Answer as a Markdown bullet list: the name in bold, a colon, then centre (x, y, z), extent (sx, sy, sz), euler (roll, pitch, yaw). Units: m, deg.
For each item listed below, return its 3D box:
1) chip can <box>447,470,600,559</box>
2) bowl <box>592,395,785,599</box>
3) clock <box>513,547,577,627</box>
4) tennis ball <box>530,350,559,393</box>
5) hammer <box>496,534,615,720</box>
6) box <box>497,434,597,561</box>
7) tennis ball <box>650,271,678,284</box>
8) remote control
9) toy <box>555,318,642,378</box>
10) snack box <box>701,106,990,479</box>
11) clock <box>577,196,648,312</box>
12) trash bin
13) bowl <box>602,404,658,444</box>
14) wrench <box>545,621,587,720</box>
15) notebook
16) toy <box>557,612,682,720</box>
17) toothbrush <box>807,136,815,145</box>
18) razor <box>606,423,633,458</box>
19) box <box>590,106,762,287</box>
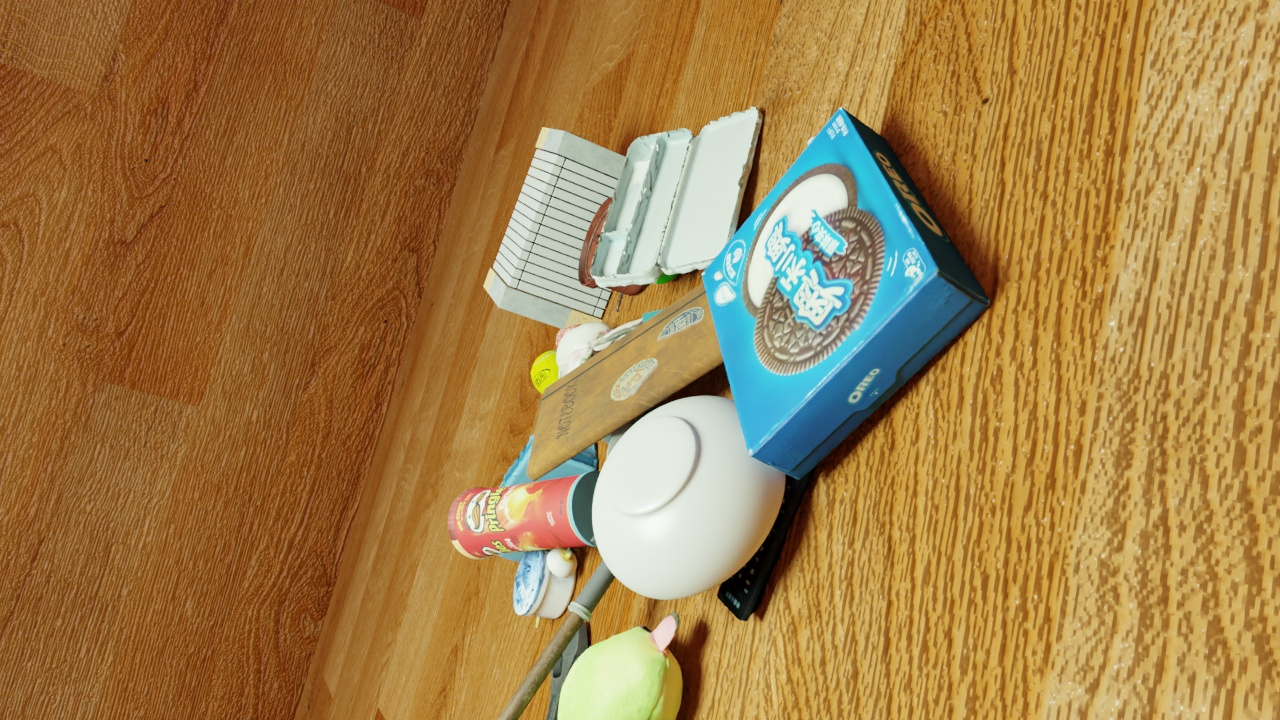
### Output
- **chip can**: centre (-0.123, 0.178, 1.048), extent (0.214, 0.087, 0.087), euler (-15, 57, 41)
- **bowl**: centre (0.024, 0.097, 0.734), extent (0.177, 0.066, 0.176), euler (-26, 43, 26)
- **clock**: centre (-0.109, 0.250, 1.091), extent (0.125, 0.052, 0.089), euler (-66, 22, 14)
- **tennis ball**: centre (-0.119, 0.019, 1.277), extent (0.066, 0.065, 0.065), euler (-49, 31, 43)
- **hammer**: centre (-0.076, 0.257, 0.821), extent (0.321, 0.043, 0.156), euler (-53, 3, -26)
- **box**: centre (-0.144, 0.154, 1.204), extent (0.232, 0.094, 0.111), euler (-54, 24, 38)
- **tennis ball**: centre (0.019, -0.121, 1.061), extent (0.066, 0.065, 0.065), euler (-49, 31, 43)
- **remote control**: centre (0.104, 0.130, 0.726), extent (0.150, 0.022, 0.047), euler (-68, 22, 4)
- **toy**: centre (-0.062, -0.006, 1.128), extent (0.159, 0.084, 0.194), euler (-39, 9, -10)
- **snack box**: centre (0.141, -0.058, 0.717), extent (0.196, 0.056, 0.238), euler (-50, 30, 30)
- **clock**: centre (-0.016, -0.151, 1.160), extent (0.158, 0.072, 0.120), euler (-59, 25, 31)
- **trash bin**: centre (-0.101, -0.181, 1.288), extent (0.247, 0.142, 0.142), euler (-68, 22, 9)
- **bowl**: centre (-0.024, 0.050, 1.045), extent (0.111, 0.055, 0.110), euler (-49, 31, 42)
- **wrench**: centre (-0.100, 0.411, 0.992), extent (0.073, 0.018, 0.273), euler (-7, 68, 66)
- **notebook**: centre (-0.007, 0.007, 0.931), extent (0.250, 0.014, 0.178), euler (-33, 23, 18)
- **toy**: centre (-0.026, 0.321, 0.782), extent (0.151, 0.107, 0.196), euler (139, 135, -57)
- **toothbrush**: centre (0.130, -0.155, 0.894), extent (0.016, 0.022, 0.155), euler (-32, -14, -47)
- **razor**: centre (0.007, 0.101, 0.928), extent (0.116, 0.088, 0.047), euler (116, 167, -75)
- **box**: centre (0.041, -0.179, 1.014), extent (0.192, 0.045, 0.209), euler (-8, 58, 38)
